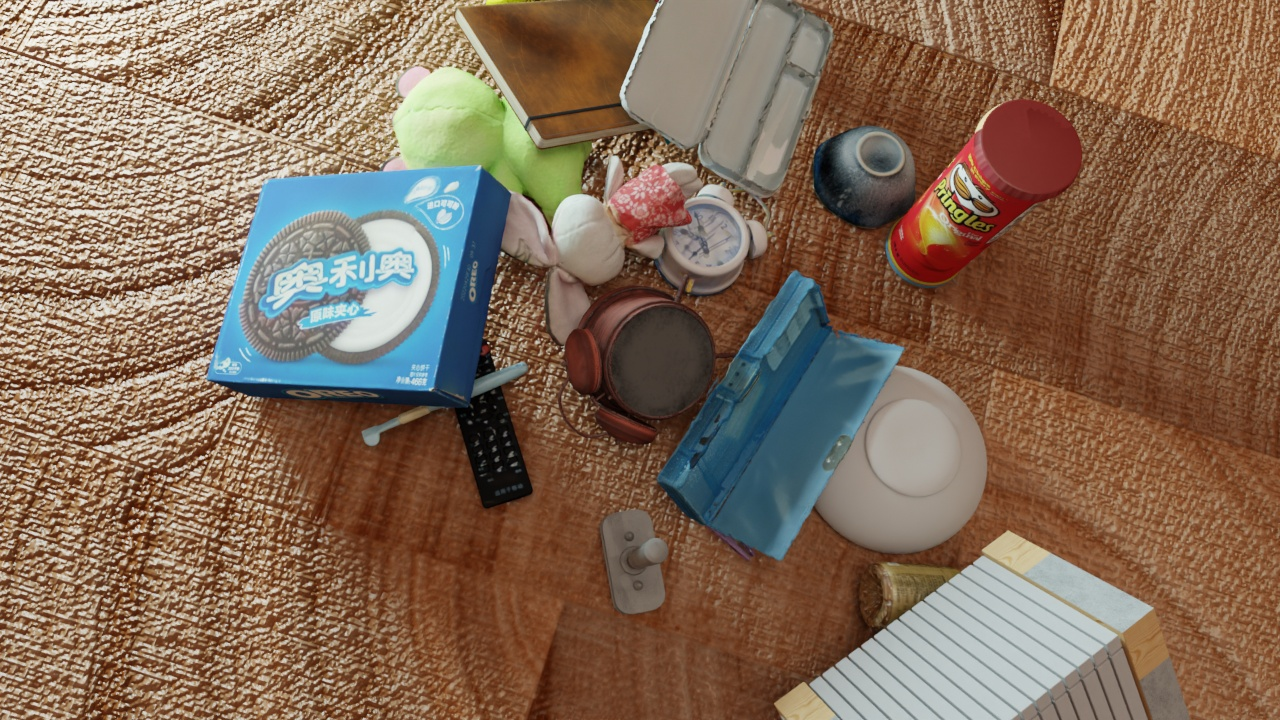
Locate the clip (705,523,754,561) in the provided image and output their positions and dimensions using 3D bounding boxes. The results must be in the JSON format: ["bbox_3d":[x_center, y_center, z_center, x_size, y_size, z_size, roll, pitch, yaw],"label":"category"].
[{"bbox_3d":[0.085,0.153,0.826,0.051,0.014,0.043,25,71,5],"label":"clip"}]

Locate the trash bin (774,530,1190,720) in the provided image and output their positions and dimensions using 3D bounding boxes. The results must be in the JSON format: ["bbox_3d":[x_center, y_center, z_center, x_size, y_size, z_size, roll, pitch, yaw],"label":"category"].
[{"bbox_3d":[0.262,0.280,0.706,0.246,0.142,0.142,-32,111,-11],"label":"trash bin"}]

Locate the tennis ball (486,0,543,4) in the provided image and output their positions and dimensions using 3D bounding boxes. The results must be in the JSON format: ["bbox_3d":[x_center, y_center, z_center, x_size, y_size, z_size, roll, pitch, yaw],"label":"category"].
[{"bbox_3d":[-0.122,-0.364,0.922,0.065,0.065,0.065,2,74,-6],"label":"tennis ball"}]

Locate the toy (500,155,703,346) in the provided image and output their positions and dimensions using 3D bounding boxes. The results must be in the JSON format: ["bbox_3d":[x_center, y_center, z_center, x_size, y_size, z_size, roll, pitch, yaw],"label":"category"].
[{"bbox_3d":[-0.032,-0.119,0.822,0.194,0.084,0.159,-34,111,1],"label":"toy"}]

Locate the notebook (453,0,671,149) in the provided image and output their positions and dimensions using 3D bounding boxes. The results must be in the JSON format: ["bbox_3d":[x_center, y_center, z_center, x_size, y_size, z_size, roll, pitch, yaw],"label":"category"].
[{"bbox_3d":[-0.030,-0.280,0.881,0.248,0.014,0.178,-21,71,-36],"label":"notebook"}]

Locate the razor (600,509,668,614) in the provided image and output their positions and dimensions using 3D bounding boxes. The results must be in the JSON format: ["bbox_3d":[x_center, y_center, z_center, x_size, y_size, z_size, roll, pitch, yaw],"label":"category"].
[{"bbox_3d":[0.002,0.163,0.760,0.047,0.116,0.088,-7,75,-13],"label":"razor"}]

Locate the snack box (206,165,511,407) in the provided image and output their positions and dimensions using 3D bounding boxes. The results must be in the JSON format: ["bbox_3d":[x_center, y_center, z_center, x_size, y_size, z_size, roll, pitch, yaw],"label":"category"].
[{"bbox_3d":[-0.238,-0.063,0.782,0.239,0.056,0.195,1,72,23],"label":"snack box"}]

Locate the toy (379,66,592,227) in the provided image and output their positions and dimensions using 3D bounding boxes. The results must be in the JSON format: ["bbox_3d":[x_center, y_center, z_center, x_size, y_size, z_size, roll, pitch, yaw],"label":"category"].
[{"bbox_3d":[-0.142,-0.204,0.859,0.196,0.107,0.150,13,72,-12],"label":"toy"}]

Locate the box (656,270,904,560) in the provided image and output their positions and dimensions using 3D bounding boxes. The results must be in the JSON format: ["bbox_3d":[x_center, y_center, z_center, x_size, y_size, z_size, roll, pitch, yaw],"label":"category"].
[{"bbox_3d":[0.128,0.047,0.798,0.112,0.094,0.231,23,70,35],"label":"box"}]

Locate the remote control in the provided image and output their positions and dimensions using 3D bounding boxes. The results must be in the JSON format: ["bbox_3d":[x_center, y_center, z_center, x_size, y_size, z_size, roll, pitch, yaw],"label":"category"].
[{"bbox_3d":[-0.139,0.057,0.826,0.047,0.022,0.150,-16,75,-9],"label":"remote control"}]

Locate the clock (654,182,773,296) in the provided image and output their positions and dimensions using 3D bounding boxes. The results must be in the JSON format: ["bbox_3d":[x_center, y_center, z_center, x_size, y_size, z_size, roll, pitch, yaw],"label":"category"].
[{"bbox_3d":[0.070,-0.119,0.882,0.125,0.052,0.089,-41,81,-18],"label":"clock"}]

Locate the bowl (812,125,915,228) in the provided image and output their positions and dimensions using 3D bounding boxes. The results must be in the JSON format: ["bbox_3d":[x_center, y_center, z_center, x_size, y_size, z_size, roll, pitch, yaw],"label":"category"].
[{"bbox_3d":[0.231,-0.193,0.915,0.110,0.055,0.110,2,74,-6],"label":"bowl"}]

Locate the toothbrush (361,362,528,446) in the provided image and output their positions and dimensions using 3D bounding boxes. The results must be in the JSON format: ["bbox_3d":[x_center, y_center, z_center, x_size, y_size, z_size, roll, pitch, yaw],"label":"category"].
[{"bbox_3d":[-0.171,0.036,0.810,0.155,0.016,0.022,-24,43,-10],"label":"toothbrush"}]

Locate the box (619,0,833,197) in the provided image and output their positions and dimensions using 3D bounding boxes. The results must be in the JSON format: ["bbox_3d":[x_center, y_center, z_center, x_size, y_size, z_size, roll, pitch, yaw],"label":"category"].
[{"bbox_3d":[0.087,-0.283,0.890,0.191,0.045,0.209,24,74,-20],"label":"box"}]

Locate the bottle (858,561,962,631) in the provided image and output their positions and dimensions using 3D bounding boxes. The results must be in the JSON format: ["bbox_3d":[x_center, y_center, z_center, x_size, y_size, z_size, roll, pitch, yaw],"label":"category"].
[{"bbox_3d":[0.278,0.211,0.806,0.166,0.060,0.059,6,74,-13],"label":"bottle"}]

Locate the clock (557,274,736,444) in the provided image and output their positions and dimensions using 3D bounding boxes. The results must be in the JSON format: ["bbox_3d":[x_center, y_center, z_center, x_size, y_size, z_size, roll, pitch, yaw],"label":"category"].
[{"bbox_3d":[-0.005,0.005,0.802,0.157,0.072,0.120,-38,111,-12],"label":"clock"}]

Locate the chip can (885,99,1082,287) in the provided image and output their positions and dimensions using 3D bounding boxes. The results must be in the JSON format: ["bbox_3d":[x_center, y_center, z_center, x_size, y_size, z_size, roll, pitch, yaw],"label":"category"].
[{"bbox_3d":[0.297,-0.140,0.824,0.087,0.214,0.087,2,74,-6],"label":"chip can"}]

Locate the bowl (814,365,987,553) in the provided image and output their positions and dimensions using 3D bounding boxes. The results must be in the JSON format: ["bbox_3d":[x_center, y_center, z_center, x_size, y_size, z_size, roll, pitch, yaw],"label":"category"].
[{"bbox_3d":[0.237,0.084,0.832,0.176,0.066,0.176,1,74,-5],"label":"bowl"}]
